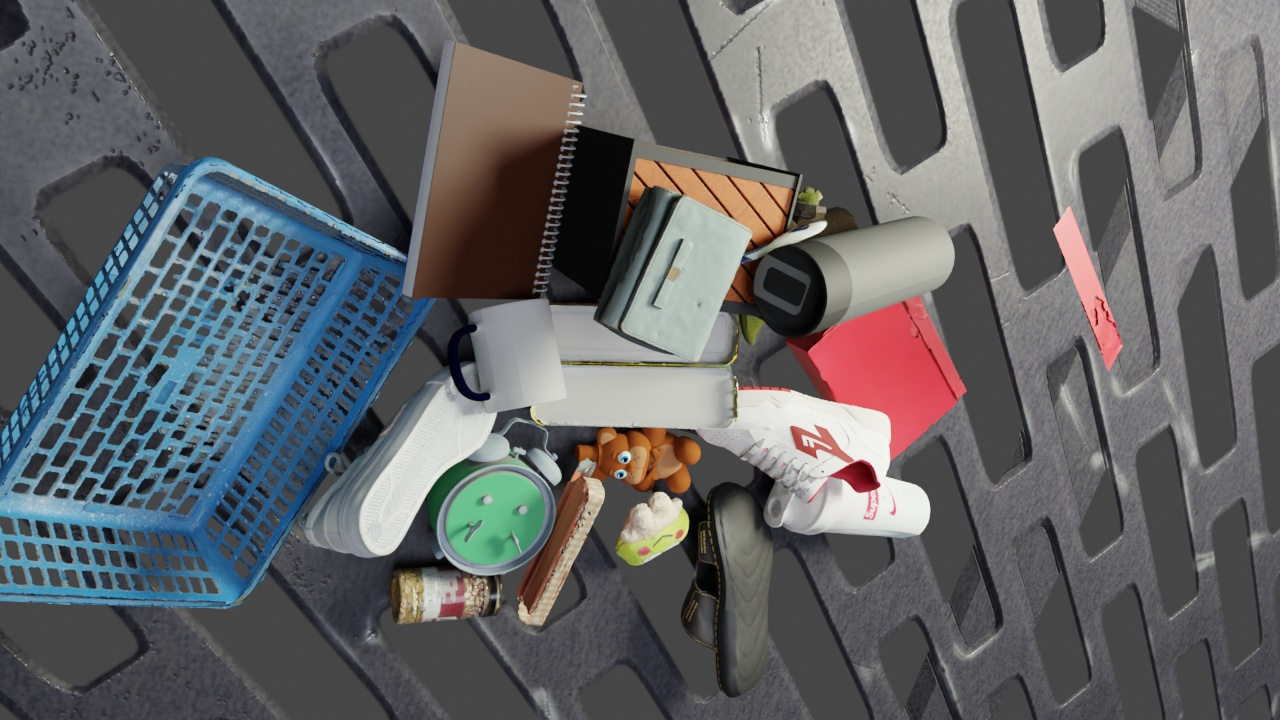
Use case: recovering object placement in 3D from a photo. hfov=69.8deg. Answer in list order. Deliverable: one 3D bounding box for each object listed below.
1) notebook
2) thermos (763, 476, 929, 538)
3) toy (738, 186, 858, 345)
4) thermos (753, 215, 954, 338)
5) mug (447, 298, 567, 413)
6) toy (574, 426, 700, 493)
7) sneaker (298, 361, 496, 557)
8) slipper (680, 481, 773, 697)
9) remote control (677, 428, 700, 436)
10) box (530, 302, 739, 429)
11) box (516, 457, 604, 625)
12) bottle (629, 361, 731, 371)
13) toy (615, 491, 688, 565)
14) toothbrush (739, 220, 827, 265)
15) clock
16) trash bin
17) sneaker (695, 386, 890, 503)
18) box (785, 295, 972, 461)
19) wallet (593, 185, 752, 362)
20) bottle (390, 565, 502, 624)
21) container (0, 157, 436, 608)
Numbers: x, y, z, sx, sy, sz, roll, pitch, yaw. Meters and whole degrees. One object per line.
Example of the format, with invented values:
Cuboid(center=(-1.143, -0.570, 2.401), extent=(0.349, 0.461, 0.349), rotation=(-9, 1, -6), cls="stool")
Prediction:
Cuboid(center=(-0.125, -0.158, 0.820), extent=(0.171, 0.022, 0.209), rotation=(-4, 111, -55), cls="notebook")
Cuboid(center=(0.254, 0.169, 1.123), extent=(0.220, 0.099, 0.099), rotation=(13, 102, -33), cls="thermos")
Cuboid(center=(0.164, -0.113, 0.983), extent=(0.152, 0.078, 0.179), rotation=(-8, 110, -16), cls="toy")
Cuboid(center=(0.210, -0.085, 0.885), extent=(0.239, 0.082, 0.082), rotation=(-18, 117, -44), cls="thermos")
Cuboid(center=(-0.130, -0.002, 0.865), extent=(0.111, 0.079, 0.097), rotation=(-11, 90, -41), cls="mug")
Cuboid(center=(-0.005, 0.105, 0.995), extent=(0.127, 0.065, 0.095), rotation=(3, 116, -20), cls="toy")
Cuboid(center=(-0.219, 0.080, 0.840), extent=(0.241, 0.091, 0.089), rotation=(-58, 137, -48), cls="sneaker")
Cuboid(center=(0.101, 0.272, 1.099), extent=(0.112, 0.076, 0.268), rotation=(-16, 106, -46), cls="slipper")
Cuboid(center=(0.058, 0.065, 1.035), extent=(0.136, 0.015, 0.032), rotation=(18, 100, -26), cls="remote control")
Cuboid(center=(-0.005, 0.005, 0.922), extent=(0.209, 0.036, 0.129), rotation=(1, 91, 1), cls="box")
Cuboid(center=(-0.088, 0.192, 0.966), extent=(0.042, 0.082, 0.187), rotation=(16, 114, -27), cls="box")
Cuboid(center=(0.024, 0.021, 0.970), extent=(0.131, 0.061, 0.061), rotation=(-24, 83, -15), cls="bottle")
Cuboid(center=(0.012, 0.186, 1.027), extent=(0.092, 0.046, 0.115), rotation=(-25, 146, -14), cls="toy")
Cuboid(center=(0.089, -0.095, 0.828), extent=(0.188, 0.016, 0.017), rotation=(-23, 106, -15), cls="toothbrush")
Cuboid(center=(-0.143, 0.136, 0.934), extent=(0.121, 0.075, 0.162), rotation=(22, 98, -29), cls="clock")
Cuboid(center=(0.029, -0.132, 0.878), extent=(0.171, 0.140, 0.140), rotation=(5, 106, -26), cls="trash bin")
Cuboid(center=(0.165, 0.100, 1.001), extent=(0.236, 0.091, 0.104), rotation=(12, 64, -19), cls="sneaker")
Cuboid(center=(0.281, 0.009, 1.096), extent=(0.214, 0.165, 0.152), rotation=(54, 38, -31), cls="box")
Cuboid(center=(0.028, -0.072, 0.777), extent=(0.100, 0.054, 0.132), rotation=(20, 95, -20), cls="wallet")
Cuboid(center=(-0.203, 0.243, 0.957), extent=(0.105, 0.056, 0.056), rotation=(2, 107, -25), cls="bottle")
Cuboid(center=(-0.356, 0.025, 0.746), extent=(0.362, 0.089, 0.257), rotation=(-57, 148, 3), cls="container")
